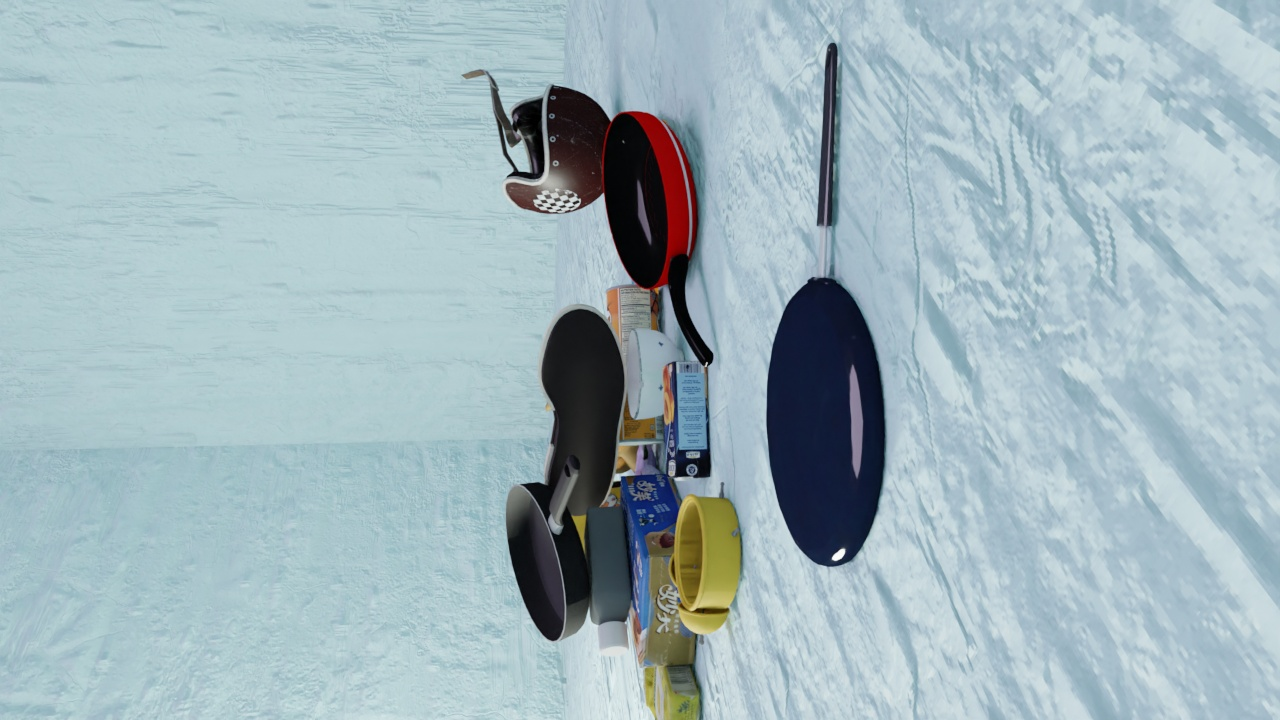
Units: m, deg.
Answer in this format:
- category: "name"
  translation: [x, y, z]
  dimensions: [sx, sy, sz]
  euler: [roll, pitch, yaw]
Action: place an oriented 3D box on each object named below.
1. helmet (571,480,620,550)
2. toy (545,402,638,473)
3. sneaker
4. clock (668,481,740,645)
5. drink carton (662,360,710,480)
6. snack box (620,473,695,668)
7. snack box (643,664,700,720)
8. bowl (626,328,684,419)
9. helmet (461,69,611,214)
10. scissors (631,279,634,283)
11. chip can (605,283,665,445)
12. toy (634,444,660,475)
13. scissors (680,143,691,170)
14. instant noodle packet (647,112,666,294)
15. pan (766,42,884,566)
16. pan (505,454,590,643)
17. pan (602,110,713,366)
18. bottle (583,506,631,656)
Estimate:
- category: "helmet"
  translation: [-0.071, 0.296, 1.489]
  dimensions: [0.240, 0.139, 0.209]
  euler: [-116, 27, -71]
- category: "toy"
  translation: [-0.054, 0.077, 1.390]
  dimensions: [0.162, 0.198, 0.204]
  euler: [-41, -22, -36]
- category: "sneaker"
  translation: [-0.079, 0.052, 1.212]
  dimensions: [0.116, 0.111, 0.294]
  euler: [-110, 18, -64]
- category: "clock"
  translation: [0.064, 0.204, 0.922]
  dimensions: [0.113, 0.052, 0.152]
  euler: [-105, 22, -58]
- category: "drink carton"
  translation: [0.051, 0.068, 1.023]
  dimensions: [0.064, 0.040, 0.130]
  euler: [146, 122, -80]
- category: "snack box"
  translation: [0.019, 0.255, 1.143]
  dimensions: [0.202, 0.069, 0.155]
  euler: [-114, 25, -69]
- category: "snack box"
  translation: [0.034, 0.407, 1.132]
  dimensions: [0.180, 0.045, 0.121]
  euler: [-117, 27, -71]
- category: "bowl"
  translation: [0.020, 0.017, 1.137]
  dimensions: [0.113, 0.063, 0.113]
  euler: [178, 91, -81]
- category: "helmet"
  translation: [-0.170, -0.390, 1.681]
  dimensions: [0.234, 0.254, 0.233]
  euler: [58, -152, -56]
- category: "scissors"
  translation: [-0.009, -0.079, 1.489]
  dimensions: [0.135, 0.015, 0.135]
  euler: [-162, 70, -74]
- category: "chip can"
  translation: [-0.008, 0.007, 1.269]
  dimensions: [0.075, 0.075, 0.215]
  euler: [135, 133, -78]
- category: "toy"
  translation: [0.010, 0.160, 1.296]
  dimensions: [0.099, 0.036, 0.080]
  euler: [-109, 19, -68]
- category: "scissors"
  translation: [0.044, -0.180, 1.127]
  dimensions: [0.139, 0.028, 0.170]
  euler: [-125, 31, -71]
- category: "instant noodle packet"
  translation: [0.016, -0.216, 1.239]
  dimensions: [0.159, 0.032, 0.221]
  euler: [-114, 25, -69]
- category: "pan"
  translation: [0.122, -0.035, 0.634]
  dimensions: [0.199, 0.021, 0.356]
  euler: [-143, 53, -79]
- category: "pan"
  translation: [-0.101, 0.210, 1.114]
  dimensions: [0.204, 0.044, 0.357]
  euler: [64, 150, 28]
- category: "pan"
  translation: [0.031, -0.135, 1.052]
  dimensions: [0.209, 0.067, 0.355]
  euler: [102, 150, -50]
- category: "bottle"
  translation: [-0.040, 0.277, 1.139]
  dimensions: [0.084, 0.046, 0.173]
  euler: [99, 167, -51]
